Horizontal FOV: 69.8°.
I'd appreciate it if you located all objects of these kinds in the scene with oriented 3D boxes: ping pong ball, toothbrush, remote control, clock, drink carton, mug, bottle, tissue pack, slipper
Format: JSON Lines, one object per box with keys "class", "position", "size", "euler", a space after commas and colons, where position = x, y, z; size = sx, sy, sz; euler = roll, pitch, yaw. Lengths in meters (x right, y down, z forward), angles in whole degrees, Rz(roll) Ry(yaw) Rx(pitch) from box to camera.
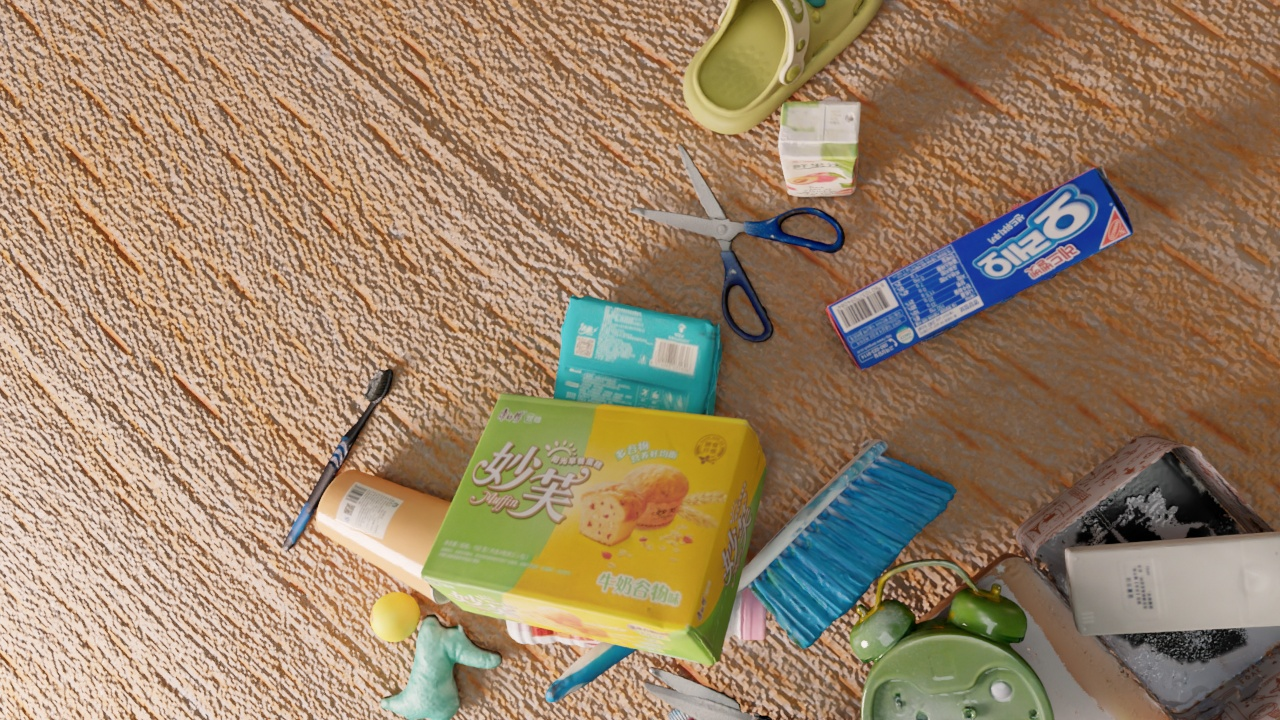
{"class": "ping pong ball", "position": [-0.204, 0.213, 0.765], "size": [0.040, 0.040, 0.040], "euler": [0, 90, 12]}
{"class": "toothbrush", "position": [-0.264, 0.087, 0.791], "size": [0.014, 0.016, 0.189], "euler": [35, 98, 18]}
{"class": "remote control", "position": [0.343, 0.141, 0.577], "size": [0.135, 0.019, 0.056], "euler": [-9, 88, 14]}
{"class": "toothbrush", "position": [-0.023, 0.328, 0.739], "size": [0.188, 0.016, 0.017], "euler": [-39, 74, 9]}
{"class": "clock", "position": [0.201, 0.210, 0.602], "size": [0.116, 0.056, 0.161], "euler": [-13, 90, 16]}
{"class": "drink carton", "position": [0.128, -0.150, 0.653], "size": [0.053, 0.122, 0.045], "euler": [4, 89, 12]}
{"class": "mug", "position": [-0.197, 0.138, 0.748], "size": [0.123, 0.078, 0.078], "euler": [20, 94, 15]}
{"class": "bottle", "position": [-0.002, 0.189, 0.711], "size": [0.197, 0.068, 0.068], "euler": [1, 90, 8]}
{"class": "tissue pack", "position": [-0.004, 0.004, 0.717], "size": [0.133, 0.050, 0.093], "euler": [12, 94, 12]}
{"class": "slipper", "position": [0.107, -0.253, 0.680], "size": [0.091, 0.081, 0.191], "euler": [43, 101, 6]}

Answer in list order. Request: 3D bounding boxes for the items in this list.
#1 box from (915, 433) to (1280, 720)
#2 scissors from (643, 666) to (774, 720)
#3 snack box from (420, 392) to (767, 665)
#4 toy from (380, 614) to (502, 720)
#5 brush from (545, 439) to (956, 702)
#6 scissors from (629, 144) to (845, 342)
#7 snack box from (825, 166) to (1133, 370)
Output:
{"class": "box", "position": [0.317, 0.196, 0.631], "size": [0.260, 0.082, 0.177], "euler": [-42, 82, 9]}
{"class": "scissors", "position": [0.103, 0.301, 0.686], "size": [0.235, 0.021, 0.148], "euler": [0, 85, 10]}
{"class": "snack box", "position": [-0.030, 0.114, 0.657], "size": [0.210, 0.070, 0.157], "euler": [5, 57, 24]}
{"class": "toy", "position": [-0.165, 0.258, 0.763], "size": [0.096, 0.030, 0.092], "euler": [10, 94, 6]}
{"class": "brush", "position": [0.082, 0.168, 0.658], "size": [0.314, 0.060, 0.109], "euler": [-42, 73, -12]}
{"class": "scissors", "position": [0.077, -0.094, 0.718], "size": [0.175, 0.012, 0.162], "euler": [-6, 91, 14]}
{"class": "snack box", "position": [0.239, -0.062, 0.661], "size": [0.208, 0.058, 0.057], "euler": [-28, 84, 11]}
